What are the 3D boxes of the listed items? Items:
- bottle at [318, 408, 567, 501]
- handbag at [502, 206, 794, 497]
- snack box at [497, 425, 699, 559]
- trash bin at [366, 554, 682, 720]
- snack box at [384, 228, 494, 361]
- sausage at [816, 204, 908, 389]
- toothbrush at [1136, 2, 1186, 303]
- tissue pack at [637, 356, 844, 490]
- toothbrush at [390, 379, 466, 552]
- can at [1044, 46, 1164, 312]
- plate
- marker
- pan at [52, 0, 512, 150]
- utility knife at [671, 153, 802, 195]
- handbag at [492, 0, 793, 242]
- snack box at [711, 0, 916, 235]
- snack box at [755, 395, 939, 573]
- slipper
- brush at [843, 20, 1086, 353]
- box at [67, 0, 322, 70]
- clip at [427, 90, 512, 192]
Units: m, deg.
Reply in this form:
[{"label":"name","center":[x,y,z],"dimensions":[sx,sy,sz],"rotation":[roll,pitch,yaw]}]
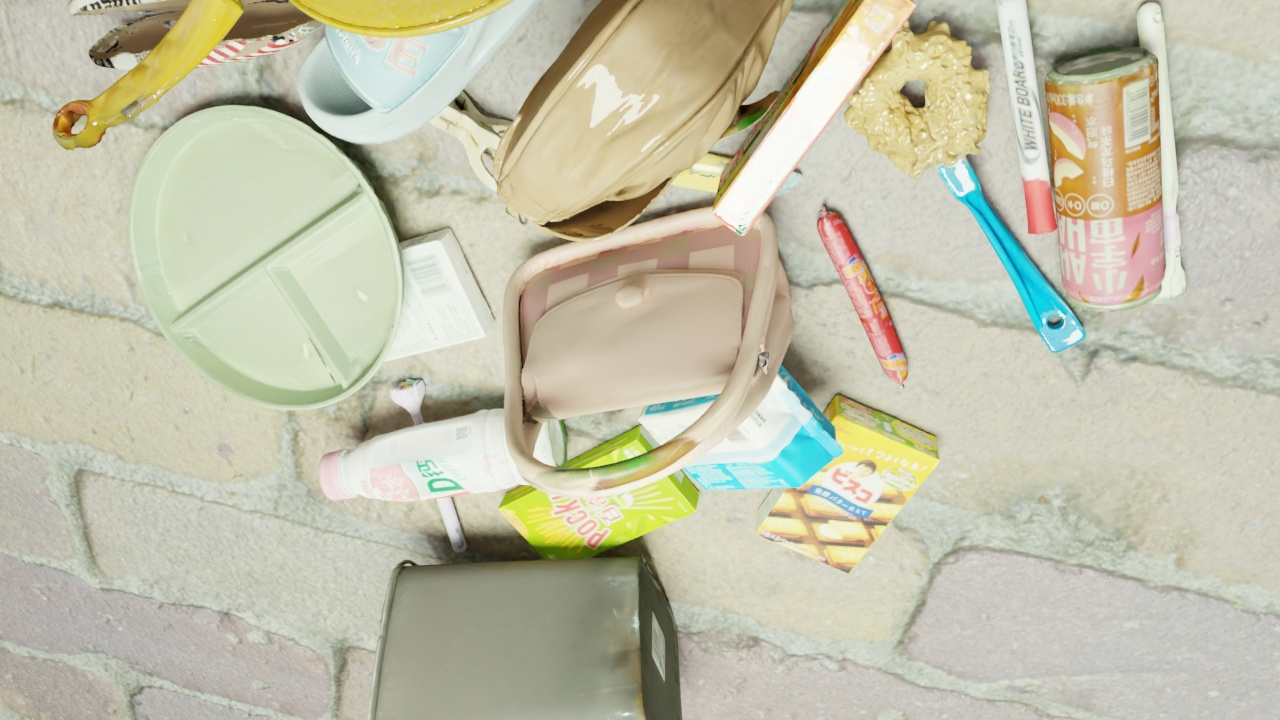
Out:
[{"label":"bottle","center":[-0.161,0.078,0.742],"dimensions":[0.197,0.068,0.068],"rotation":[-9,120,8]},{"label":"handbag","center":[-0.003,0.003,0.573],"dimensions":[0.194,0.233,0.093],"rotation":[-11,123,17]},{"label":"snack box","center":[-0.037,0.121,0.782],"dimensions":[0.157,0.026,0.086],"rotation":[-28,112,27]},{"label":"trash bin","center":[-0.087,0.272,0.788],"dimensions":[0.220,0.198,0.199],"rotation":[-12,140,10]},{"label":"snack box","center":[-0.200,-0.042,0.711],"dimensions":[0.157,0.026,0.085],"rotation":[-12,118,20]},{"label":"sausage","center":[0.157,-0.042,0.639],"dimensions":[0.020,0.020,0.156],"rotation":[-20,116,23]},{"label":"toothbrush","center":[0.314,-0.120,0.555],"dimensions":[0.029,0.020,0.190],"rotation":[-25,117,-8]},{"label":"tissue pack","center":[0.070,0.045,0.666],"dimensions":[0.090,0.063,0.140],"rotation":[47,149,-18]},{"label":"toothbrush","center":[-0.180,0.099,0.804],"dimensions":[0.029,0.021,0.189],"rotation":[-18,124,-14]},{"label":"can","center":[0.277,-0.105,0.545],"dimensions":[0.058,0.057,0.147],"rotation":[-9,118,18]},{"label":"plate","center":[-0.276,-0.073,0.683],"dimensions":[0.230,0.027,0.230],"rotation":[5,110,14]},{"label":"marker","center":[0.227,-0.146,0.539],"dimensions":[0.017,0.017,0.145],"rotation":[-10,106,18]},{"label":"pan","center":[-0.184,-0.220,0.489],"dimensions":[0.357,0.078,0.197],"rotation":[-28,72,2]},{"label":"utility knife","center":[0.020,-0.134,0.616],"dimensions":[0.177,0.019,0.031],"rotation":[9,127,1]},{"label":"handbag","center":[0.009,-0.151,0.496],"dimensions":[0.100,0.203,0.148],"rotation":[43,137,-13]},{"label":"snack box","center":[0.098,-0.151,0.539],"dimensions":[0.027,0.076,0.156],"rotation":[32,118,-8]},{"label":"snack box","center":[0.160,0.100,0.723],"dimensions":[0.087,0.033,0.141],"rotation":[24,122,-4]},{"label":"slipper","center":[-0.121,-0.220,0.530],"dimensions":[0.246,0.104,0.074],"rotation":[-35,151,24]},{"label":"brush","center":[0.216,-0.100,0.582],"dimensions":[0.083,0.045,0.254],"rotation":[-31,115,23]},{"label":"box","center":[-0.286,-0.233,0.588],"dimensions":[0.164,0.075,0.076],"rotation":[-2,128,15]},{"label":"clip","center":[-0.109,-0.146,0.605],"dimensions":[0.103,0.076,0.035],"rotation":[35,123,-24]}]
